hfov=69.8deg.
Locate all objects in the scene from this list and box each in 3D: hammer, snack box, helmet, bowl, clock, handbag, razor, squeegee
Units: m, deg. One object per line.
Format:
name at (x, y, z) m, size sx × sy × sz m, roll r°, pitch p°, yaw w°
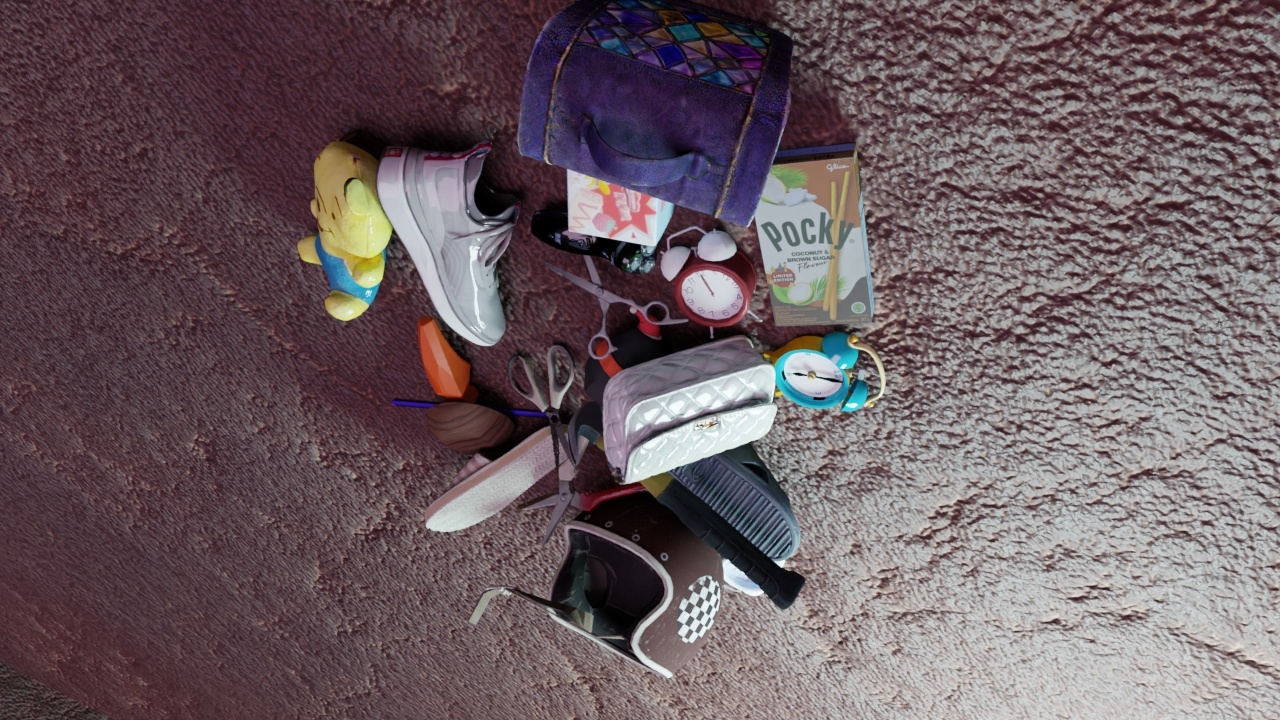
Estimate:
hammer at (0.050, 0.167, 1.071) m, size 0.333 × 0.117 × 0.025 m, roll 40°, pitch 135°, yaw 6°
snack box at (-0.018, -0.178, 0.913) m, size 0.095 × 0.079 × 0.093 m, roll 12°, pitch 131°, yaw 10°
helmet at (-0.020, 0.295, 1.189) m, size 0.234 × 0.253 × 0.234 m, roll 6°, pitch 152°, yaw 49°
snack box at (0.173, -0.121, 0.921) m, size 0.101 × 0.031 × 0.186 m, roll -1°, pitch 127°, yaw 21°
bowl at (-0.229, 0.096, 1.219) m, size 0.119 × 0.032 × 0.119 m, roll 5°, pitch 151°, yaw 2°
clock at (0.144, 0.279, 1.249) m, size 0.089 × 0.051 × 0.126 m, roll 27°, pitch 135°, yaw -3°
handbag at (0.056, 0.060, 1.019) m, size 0.194 × 0.072 × 0.139 m, roll -17°, pitch 134°, yaw -20°
handbag at (0.019, -0.212, 0.777) m, size 0.205 × 0.221 × 0.126 m, roll 19°, pitch 131°, yaw 4°
razor at (-0.051, -0.128, 0.978) m, size 0.140 × 0.063 × 0.053 m, roll 13°, pitch 130°, yaw 9°
clock at (0.074, -0.087, 0.977) m, size 0.087 × 0.044 × 0.124 m, roll -19°, pitch 120°, yaw 32°
clock at (0.204, 0.013, 1.014) m, size 0.130 × 0.043 × 0.099 m, roll -1°, pitch 127°, yaw 30°
squeegee at (-0.245, 0.017, 1.174) m, size 0.250 × 0.055 × 0.185 m, roll 3°, pitch 137°, yaw 18°

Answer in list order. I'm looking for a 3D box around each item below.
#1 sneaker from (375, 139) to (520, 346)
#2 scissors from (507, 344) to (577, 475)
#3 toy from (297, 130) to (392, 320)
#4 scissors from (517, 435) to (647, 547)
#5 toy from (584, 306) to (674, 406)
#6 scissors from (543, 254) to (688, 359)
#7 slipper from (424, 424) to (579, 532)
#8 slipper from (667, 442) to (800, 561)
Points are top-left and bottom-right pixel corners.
sneaker at (-0.182, -0.128, 1.014) m, size 0.129 × 0.096 × 0.263 m, roll -10°, pitch 131°, yaw 10°
scissors at (-0.107, 0.054, 1.137) m, size 0.163 × 0.012 × 0.154 m, roll 43°, pitch 113°, yaw 14°
toy at (-0.323, -0.152, 1.027) m, size 0.149 × 0.083 × 0.215 m, roll 57°, pitch 143°, yaw 26°
scissors at (-0.069, 0.139, 1.151) m, size 0.200 × 0.179 × 0.015 m, roll -9°, pitch 165°, yaw 21°
toy at (-0.006, 0.006, 1.054) m, size 0.119 × 0.099 × 0.097 m, roll -46°, pitch 65°, yaw 21°
scissors at (-0.028, -0.072, 1.009) m, size 0.165 × 0.014 × 0.141 m, roll -1°, pitch 90°, yaw 8°
slipper at (-0.188, 0.152, 1.238) m, size 0.263 × 0.052 × 0.115 m, roll -35°, pitch 151°, yaw 22°
slipper at (0.102, 0.129, 1.129) m, size 0.263 × 0.082 × 0.101 m, roll 43°, pitch 133°, yaw 10°
